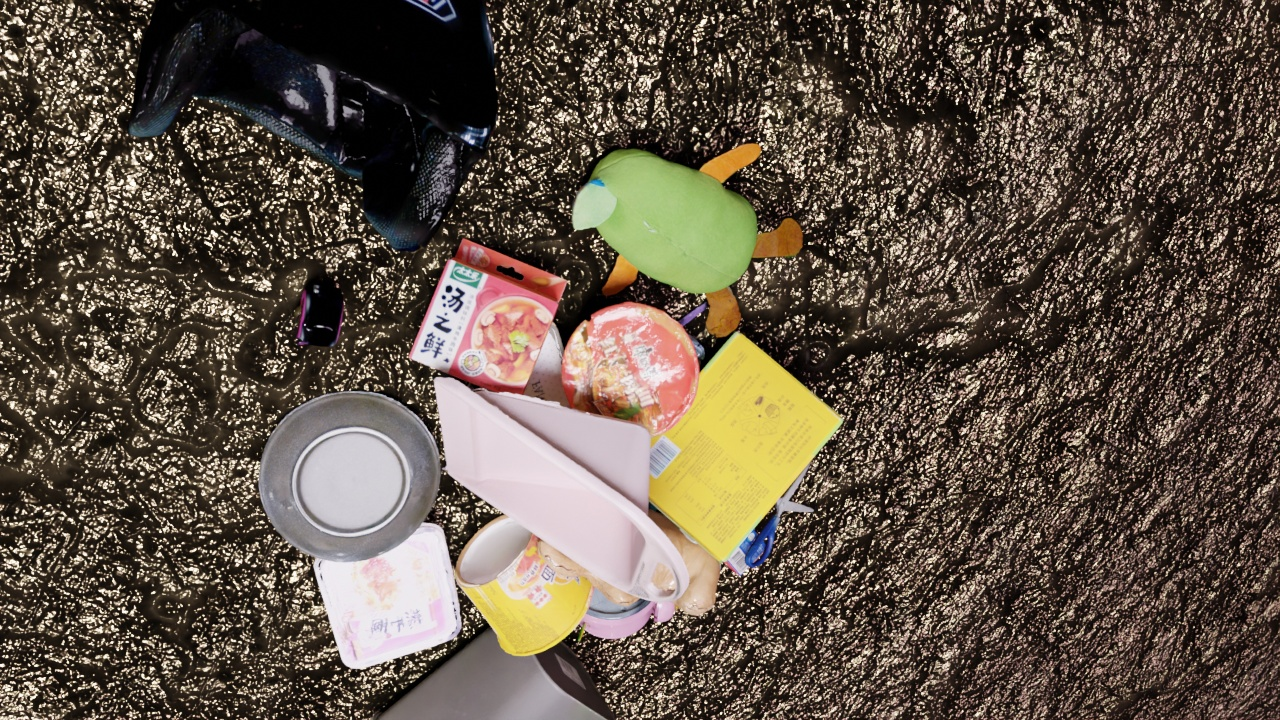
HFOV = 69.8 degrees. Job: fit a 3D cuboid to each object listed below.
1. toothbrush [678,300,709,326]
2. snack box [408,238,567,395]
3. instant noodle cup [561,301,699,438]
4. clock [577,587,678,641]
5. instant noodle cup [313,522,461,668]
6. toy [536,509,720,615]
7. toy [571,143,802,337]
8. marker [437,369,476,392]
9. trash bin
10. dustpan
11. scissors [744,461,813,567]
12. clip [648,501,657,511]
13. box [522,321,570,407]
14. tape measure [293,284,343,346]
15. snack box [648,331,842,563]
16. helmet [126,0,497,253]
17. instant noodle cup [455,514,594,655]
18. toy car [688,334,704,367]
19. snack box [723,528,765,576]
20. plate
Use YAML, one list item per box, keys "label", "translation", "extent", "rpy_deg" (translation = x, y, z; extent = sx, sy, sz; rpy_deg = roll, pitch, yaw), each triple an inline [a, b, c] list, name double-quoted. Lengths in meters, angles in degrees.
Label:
- label: "toothbrush"
  translation: [0.006, -0.015, 1.034]
  extent: [0.189, 0.016, 0.014]
  rpy_deg: [-36, 137, -5]
- label: "snack box"
  translation: [-0.144, -0.040, 0.881]
  extent: [0.113, 0.044, 0.127]
  rpy_deg: [21, 90, -3]
- label: "instant noodle cup"
  translation: [-0.006, 0.006, 0.955]
  extent: [0.138, 0.108, 0.138]
  rpy_deg: [1, 96, 5]
- label: "clock"
  translation: [-0.016, 0.278, 1.128]
  extent: [0.158, 0.117, 0.060]
  rpy_deg: [-14, 132, -14]
- label: "instant noodle cup"
  translation: [-0.281, 0.249, 1.026]
  extent: [0.138, 0.060, 0.174]
  rpy_deg: [-14, 123, -17]
- label: "toy"
  translation: [-0.016, 0.222, 1.055]
  extent: [0.226, 0.143, 0.083]
  rpy_deg: [12, 115, -17]
- label: "toy"
  translation: [0.044, -0.133, 0.934]
  extent: [0.246, 0.089, 0.227]
  rpy_deg: [30, 117, -31]
- label: "marker"
  translation: [-0.189, 0.027, 0.965]
  extent: [0.022, 0.020, 0.132]
  rpy_deg: [-16, 130, 20]
- label: "trash bin"
  translation: [-0.170, 0.449, 1.117]
  extent: [0.219, 0.199, 0.198]
  rpy_deg: [-44, 127, -4]
- label: "dustpan"
  translation: [-0.084, 0.142, 0.894]
  extent: [0.273, 0.138, 0.223]
  rpy_deg: [7, 149, 0]
- label: "scissors"
  translation: [0.173, 0.190, 1.177]
  extent: [0.176, 0.012, 0.162]
  rpy_deg: [36, 70, -43]
- label: "clip"
  translation: [0.019, 0.183, 1.150]
  extent: [0.038, 0.013, 0.056]
  rpy_deg: [-20, 123, -13]
- label: "box"
  translation: [-0.112, 0.033, 0.980]
  extent: [0.089, 0.059, 0.184]
  rpy_deg: [-20, 126, -11]
- label: "tape measure"
  translation: [-0.299, -0.042, 0.852]
  extent: [0.039, 0.057, 0.058]
  rpy_deg: [8, 156, -24]
- label: "snack box"
  translation: [0.099, 0.097, 1.033]
  extent: [0.157, 0.070, 0.210]
  rpy_deg: [40, 86, 4]
- label: "helmet"
  translation: [-0.217, -0.222, 0.663]
  extent: [0.233, 0.275, 0.230]
  rpy_deg: [21, 81, -41]
- label: "instant noodle cup"
  translation: [-0.137, 0.248, 1.051]
  extent: [0.138, 0.138, 0.110]
  rpy_deg: [-36, 117, -2]
- label: "toy car"
  translation: [0.022, 0.020, 1.041]
  extent: [0.121, 0.037, 0.054]
  rpy_deg: [-49, 138, 8]
- label: "snack box"
  translation: [0.084, 0.188, 1.149]
  extent: [0.057, 0.058, 0.207]
  rpy_deg: [-44, 127, -9]
- label: "plate"
  translation: [-0.293, 0.121, 0.931]
  extent: [0.179, 0.024, 0.179]
  rpy_deg: [-3, 99, -18]
